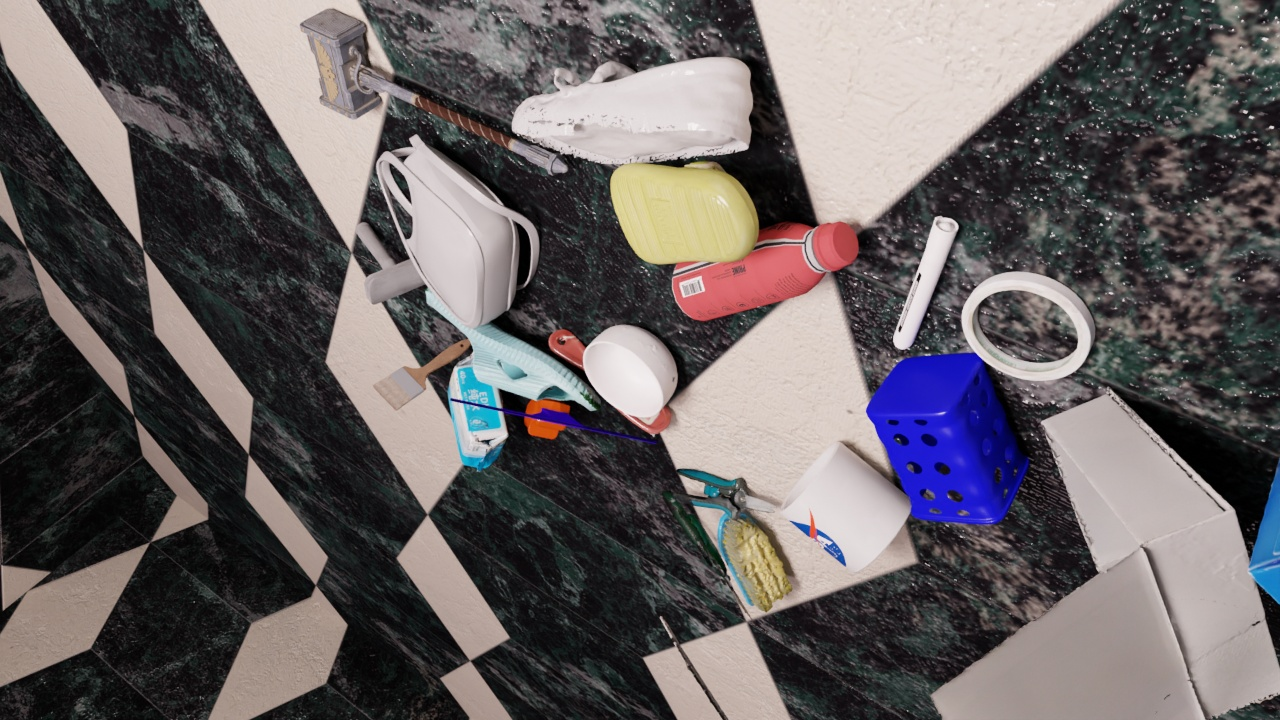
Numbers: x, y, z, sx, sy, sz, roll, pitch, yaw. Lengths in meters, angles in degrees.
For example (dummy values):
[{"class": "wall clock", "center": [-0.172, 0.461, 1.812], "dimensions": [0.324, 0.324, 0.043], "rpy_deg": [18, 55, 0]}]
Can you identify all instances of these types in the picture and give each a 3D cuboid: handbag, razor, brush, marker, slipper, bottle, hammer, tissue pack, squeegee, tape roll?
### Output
[{"class": "handbag", "center": [-0.219, -0.165, 1.019], "dimensions": [0.222, 0.095, 0.216], "rpy_deg": [45, 148, 20]}, {"class": "razor", "center": [-0.325, -0.132, 1.156], "dimensions": [0.116, 0.088, 0.047], "rpy_deg": [50, 151, 26]}, {"class": "brush", "center": [-0.271, 0.011, 1.178], "dimensions": [0.045, 0.142, 0.008], "rpy_deg": [44, 146, 14]}, {"class": "marker", "center": [0.220, -0.057, 0.718], "dimensions": [0.134, 0.017, 0.020], "rpy_deg": [93, 159, -49]}, {"class": "slipper", "center": [0.045, -0.132, 0.759], "dimensions": [0.191, 0.081, 0.092], "rpy_deg": [18, 138, 59]}, {"class": "slipper", "center": [-0.014, -0.203, 0.747], "dimensions": [0.247, 0.074, 0.112], "rpy_deg": [7, 163, 44]}, {"class": "slipper", "center": [-0.162, -0.002, 1.094], "dimensions": [0.276, 0.069, 0.116], "rpy_deg": [33, 179, 21]}, {"class": "brush", "center": [0.125, 0.230, 1.100], "dimensions": [0.075, 0.055, 0.136], "rpy_deg": [29, 150, 59]}, {"class": "bottle", "center": [0.104, -0.078, 0.772], "dimensions": [0.177, 0.062, 0.062], "rpy_deg": [-13, 118, 51]}, {"class": "brush", "center": [-0.037, 0.026, 1.057], "dimensions": [0.172, 0.040, 0.030], "rpy_deg": [39, 161, 10]}, {"class": "hammer", "center": [-0.202, -0.249, 0.911], "dimensions": [0.322, 0.044, 0.099], "rpy_deg": [28, 144, 21]}, {"class": "tissue pack", "center": [-0.216, 0.066, 1.219], "dimensions": [0.093, 0.061, 0.144], "rpy_deg": [124, 134, -60]}, {"class": "squeegee", "center": [-0.120, 0.069, 1.151], "dimensions": [0.249, 0.055, 0.185], "rpy_deg": [13, 169, -15]}, {"class": "tape roll", "center": [0.288, -0.025, 0.686], "dimensions": [0.093, 0.013, 0.093], "rpy_deg": [28, 143, 23]}]

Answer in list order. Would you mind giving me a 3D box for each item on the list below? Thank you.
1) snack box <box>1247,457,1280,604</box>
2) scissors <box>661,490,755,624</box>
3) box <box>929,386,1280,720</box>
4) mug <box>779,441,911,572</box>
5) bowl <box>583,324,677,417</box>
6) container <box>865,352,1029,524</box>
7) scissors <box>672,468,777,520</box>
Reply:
[{"class": "snack box", "center": [0.459, 0.119, 0.506], "dimensions": [0.239, 0.195, 0.056], "rpy_deg": [44, 147, -2]}, {"class": "scissors", "center": [0.083, 0.241, 1.144], "dimensions": [0.154, 0.015, 0.209], "rpy_deg": [39, 160, 58]}, {"class": "box", "center": [0.275, 0.231, 0.543], "dimensions": [0.149, 0.504, 0.167], "rpy_deg": [-7, 121, 44]}, {"class": "mug", "center": [0.200, 0.142, 0.904], "dimensions": [0.090, 0.091, 0.121], "rpy_deg": [39, -179, 6]}, {"class": "bowl", "center": [-0.006, 0.006, 0.984], "dimensions": [0.105, 0.054, 0.105], "rpy_deg": [25, 142, 21]}, {"class": "container", "center": [0.252, 0.063, 0.755], "dimensions": [0.085, 0.084, 0.113], "rpy_deg": [-5, 123, 47]}, {"class": "scissors", "center": [0.092, 0.149, 1.061], "dimensions": [0.129, 0.019, 0.138], "rpy_deg": [-48, 57, 30]}]
